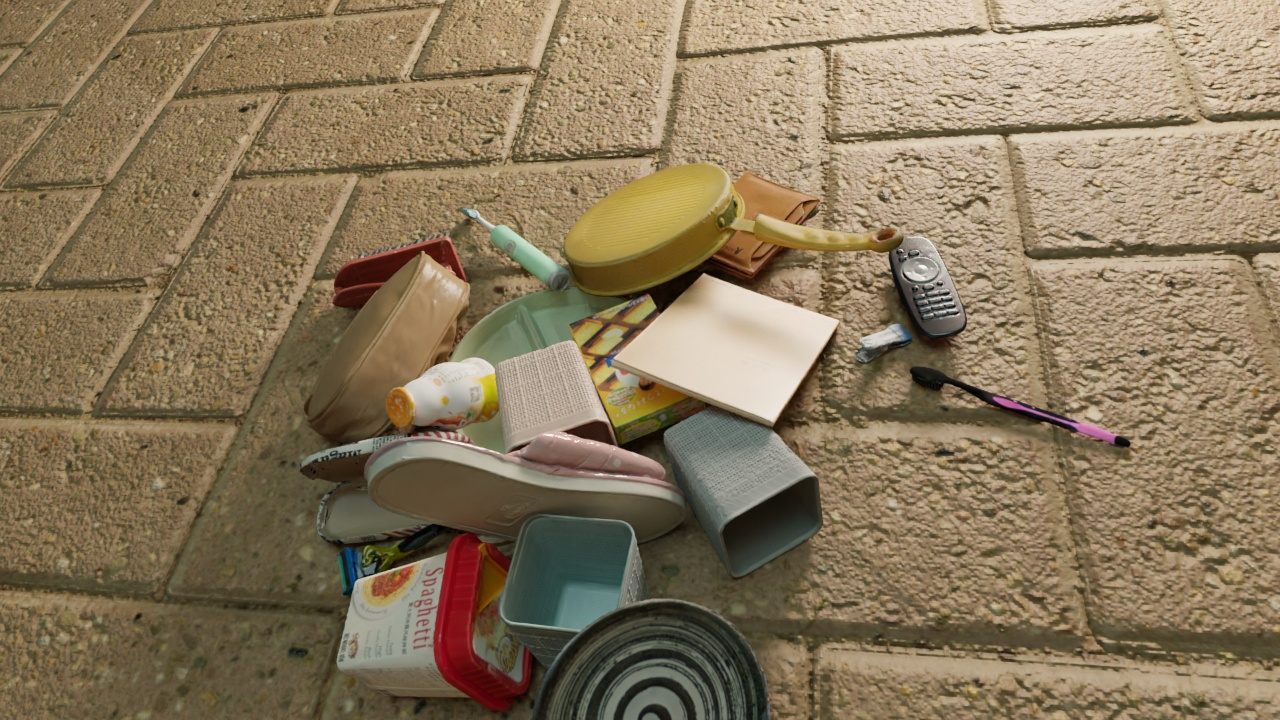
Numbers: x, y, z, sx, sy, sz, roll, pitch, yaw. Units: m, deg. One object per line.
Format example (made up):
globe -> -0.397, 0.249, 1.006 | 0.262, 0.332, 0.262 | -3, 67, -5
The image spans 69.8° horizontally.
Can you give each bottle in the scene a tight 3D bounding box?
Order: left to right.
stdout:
bottle -> -0.178, 0.034, 0.837 | 0.063, 0.063, 0.108 | 28, 24, 30

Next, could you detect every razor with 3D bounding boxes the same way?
razor -> -0.203, 0.160, 0.816 | 0.143, 0.022, 0.042 | -29, 57, 6

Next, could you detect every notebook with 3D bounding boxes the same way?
notebook -> 0.086, -0.017, 0.845 | 0.149, 0.012, 0.210 | 20, 33, 18

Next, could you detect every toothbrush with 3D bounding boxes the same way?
toothbrush -> -0.145, -0.131, 1.034 | 0.224, 0.027, 0.026 | 38, 108, 45
toothbrush -> 0.329, 0.042, 0.808 | 0.189, 0.018, 0.014 | 21, 60, 23

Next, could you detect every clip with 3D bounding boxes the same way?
clip -> -0.101, 0.138, 0.814 | 0.099, 0.035, 0.098 | -20, 52, -9
clip -> 0.230, -0.019, 0.873 | 0.057, 0.028, 0.024 | -21, 51, -17

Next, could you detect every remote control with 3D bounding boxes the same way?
remote control -> 0.280, -0.069, 0.898 | 0.053, 0.024, 0.136 | -12, 49, 6

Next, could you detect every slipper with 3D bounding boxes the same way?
slipper -> -0.082, 0.097, 0.723 | 0.274, 0.114, 0.054 | 15, 46, -32

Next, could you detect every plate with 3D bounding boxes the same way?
plate -> -0.085, 0.018, 0.912 | 0.230, 0.027, 0.229 | -7, 50, 8
plate -> 0.007, 0.254, 0.639 | 0.179, 0.179, 0.024 | -37, 10, -17

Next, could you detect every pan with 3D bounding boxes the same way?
pan -> 0.082, -0.130, 0.926 | 0.358, 0.078, 0.197 | -2, 40, 36

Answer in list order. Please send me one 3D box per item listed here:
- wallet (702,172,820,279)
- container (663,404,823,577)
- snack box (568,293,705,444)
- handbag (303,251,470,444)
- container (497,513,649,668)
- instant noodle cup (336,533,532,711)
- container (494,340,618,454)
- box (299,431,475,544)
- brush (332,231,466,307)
wallet -> 0.122, -0.143, 0.994 | 0.119, 0.035, 0.130 | 25, 61, 36
container -> 0.082, 0.100, 0.768 | 0.090, 0.090, 0.114 | -27, 48, -10
snack box -> -0.005, 0.005, 0.866 | 0.087, 0.034, 0.140 | -22, 53, -6
handbag -> -0.247, -0.003, 0.912 | 0.148, 0.100, 0.204 | -21, 36, 51
container -> -0.045, 0.187, 0.710 | 0.090, 0.112, 0.090 | 3, 53, 14
instant noodle cup -> -0.161, 0.212, 0.725 | 0.124, 0.117, 0.116 | -13, 49, 17
container -> -0.074, 0.051, 0.808 | 0.090, 0.090, 0.110 | -18, 46, -2
box -> -0.227, 0.111, 0.833 | 0.162, 0.085, 0.075 | -10, 46, 9
brush -> -0.273, -0.093, 1.023 | 0.146, 0.063, 0.069 | -12, 37, 5
